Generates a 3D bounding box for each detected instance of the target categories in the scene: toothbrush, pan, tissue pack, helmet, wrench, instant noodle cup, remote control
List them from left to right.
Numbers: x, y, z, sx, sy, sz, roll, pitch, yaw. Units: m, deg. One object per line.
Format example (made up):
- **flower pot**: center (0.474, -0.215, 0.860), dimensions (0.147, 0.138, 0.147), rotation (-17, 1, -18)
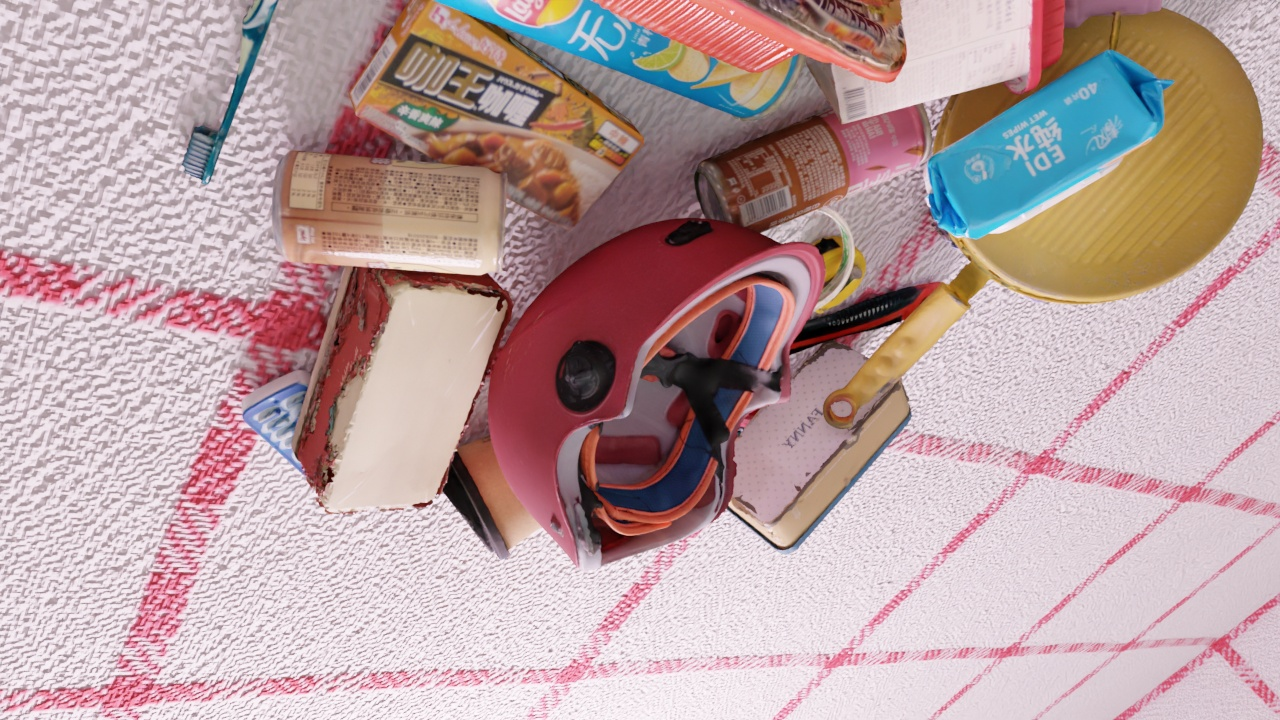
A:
- **toothbrush**: center (-0.182, -0.163, 0.430), dimensions (0.018, 0.016, 0.192), rotation (18, 121, -28)
- **remote control**: center (-0.215, 0.054, 0.621), dimensions (0.049, 0.024, 0.125), rotation (-27, 138, -3)
- **helmet**: center (-0.003, 0.003, 0.575), dimensions (0.206, 0.144, 0.240), rotation (-5, 126, -55)
- **instant noodle cup**: center (0.034, -0.210, 0.408), dimensions (0.164, 0.188, 0.079), rotation (11, 156, -35)
- **wrench**: center (0.129, -0.023, 0.745), dimensions (0.273, 0.016, 0.056), rotation (-13, 137, -17)
- **instant noodle cup**: center (0.155, -0.202, 0.516), dimensions (0.124, 0.116, 0.117), rotation (-20, 139, 6)
- **pan**: center (0.251, -0.078, 0.643), dimensions (0.358, 0.197, 0.078), rotation (-50, 173, 15)
- **tissue pack**: center (0.237, -0.124, 0.552), dimensions (0.140, 0.063, 0.089), rotation (-31, 180, 16)

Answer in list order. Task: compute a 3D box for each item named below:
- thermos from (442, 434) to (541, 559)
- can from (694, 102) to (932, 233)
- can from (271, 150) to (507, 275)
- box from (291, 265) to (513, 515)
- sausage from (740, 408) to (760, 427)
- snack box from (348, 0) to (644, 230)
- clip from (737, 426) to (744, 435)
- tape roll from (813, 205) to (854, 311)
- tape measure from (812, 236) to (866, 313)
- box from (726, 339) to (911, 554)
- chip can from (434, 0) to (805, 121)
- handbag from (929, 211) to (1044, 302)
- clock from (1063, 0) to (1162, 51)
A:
- **thermos**: center (-0.078, 0.082, 0.684), dimensions (0.143, 0.093, 0.093), rotation (-28, 140, -14)
- **can**: center (0.111, -0.128, 0.598), dimensions (0.147, 0.058, 0.058), rotation (-23, 139, -7)
- **can**: center (-0.131, -0.078, 0.490), dimensions (0.116, 0.058, 0.059), rotation (3, 131, -10)
- **box**: center (-0.147, 0.016, 0.562), dimensions (0.091, 0.076, 0.169), rotation (3, 122, -41)
- **sausage**: center (0.073, 0.044, 0.777), dimensions (0.155, 0.020, 0.020), rotation (15, 123, -38)
- **snack box**: center (-0.075, -0.135, 0.510), dimensions (0.153, 0.026, 0.075), rotation (24, 116, -42)
- **clip**: center (0.097, 0.069, 0.814), dimensions (0.053, 0.033, 0.013), rotation (-5, 137, -45)
- **tape roll**: center (0.112, -0.074, 0.663), dimensions (0.085, 0.014, 0.086), rotation (-4, 117, -8)
- **tape measure**: center (0.145, -0.065, 0.701), dimensions (0.057, 0.029, 0.060), rotation (-38, 138, 9)
- **box**: center (0.136, 0.074, 0.759), dimensions (0.184, 0.090, 0.060), rotation (-46, 139, -5)
- **chip can**: center (-0.013, -0.184, 0.462), dimensions (0.210, 0.071, 0.071), rotation (9, 126, -36)
- **handbag**: center (0.322, -0.145, 0.689), dimensions (0.134, 0.075, 0.194), rotation (24, 115, -37)
- **clock**: center (0.272, -0.263, 0.516), dimensions (0.060, 0.158, 0.117), rotation (8, 154, 26)
